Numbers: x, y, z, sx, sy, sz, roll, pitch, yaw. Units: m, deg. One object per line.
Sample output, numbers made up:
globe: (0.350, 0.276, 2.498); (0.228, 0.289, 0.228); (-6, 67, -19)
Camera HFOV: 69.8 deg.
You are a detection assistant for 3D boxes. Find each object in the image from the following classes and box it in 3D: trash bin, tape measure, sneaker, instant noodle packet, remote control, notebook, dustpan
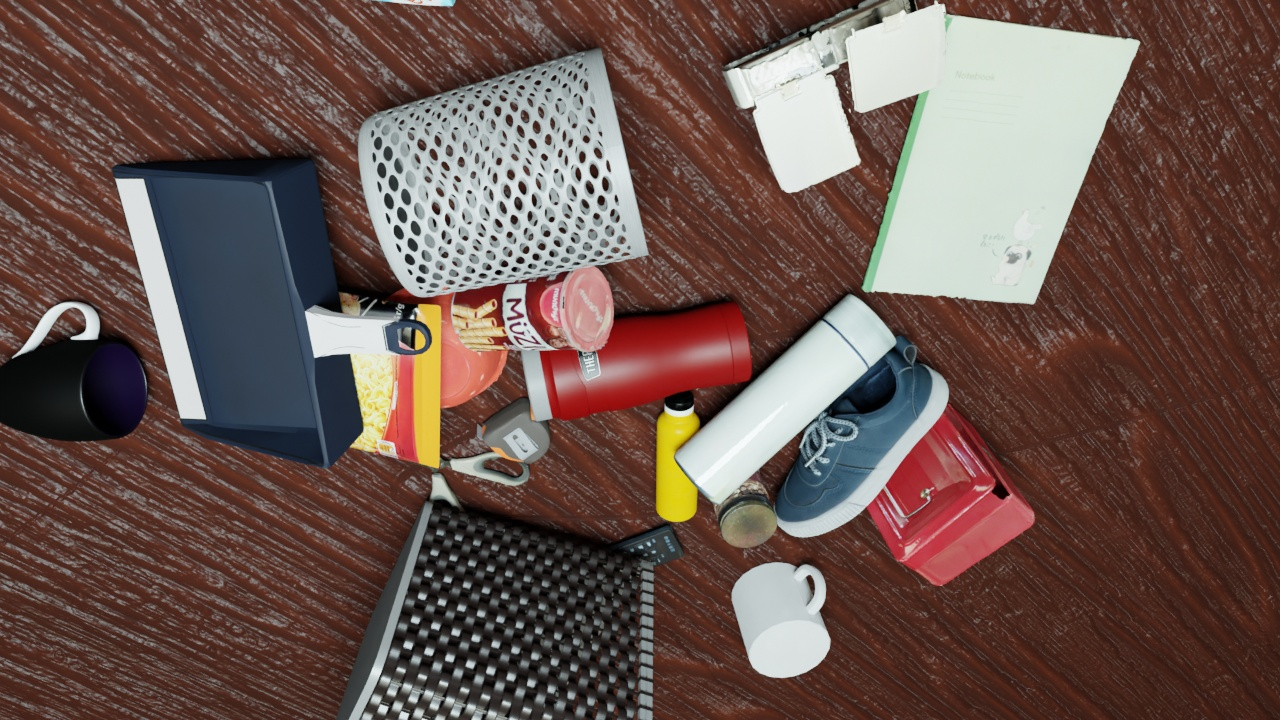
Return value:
trash bin: (-0.100, -0.136, 0.697); (0.183, 0.156, 0.157); (-13, 123, 2)
tape measure: (-0.117, 0.074, 0.892); (0.058, 0.038, 0.059); (-32, 121, 12)
sneaker: (0.204, 0.080, 0.918); (0.087, 0.089, 0.236); (30, 108, -28)
instant noodle packet: (-0.279, 0.007, 0.798); (0.221, 0.032, 0.160); (11, 119, 7)
remote control: (-0.029, 0.220, 1.009); (0.150, 0.022, 0.047); (-21, 123, 7)
notebook: (0.315, -0.169, 0.822); (0.182, 0.010, 0.253); (3, 121, -10)
dustpan: (-0.283, -0.031, 0.716); (0.273, 0.080, 0.236); (0, 113, 8)

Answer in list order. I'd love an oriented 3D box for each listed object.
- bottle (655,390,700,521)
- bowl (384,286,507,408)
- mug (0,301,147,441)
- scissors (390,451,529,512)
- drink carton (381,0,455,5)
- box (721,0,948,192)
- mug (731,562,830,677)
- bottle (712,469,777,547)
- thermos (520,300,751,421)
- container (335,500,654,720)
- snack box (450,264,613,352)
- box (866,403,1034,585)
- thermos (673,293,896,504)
bottle: (0.038, 0.095, 0.926); (0.043, 0.043, 0.144); (-4, 122, -6)
bowl: (-0.185, -0.003, 0.829); (0.130, 0.045, 0.131); (-4, 123, -6)
mug: (-0.492, 0.010, 0.779); (0.100, 0.085, 0.119); (-3, 93, 7)
scissors: (-0.192, 0.114, 0.921); (0.171, 0.012, 0.158); (2, 121, -10)
drink carton: (-0.193, -0.282, 0.656); (0.129, 0.038, 0.044); (3, 121, -10)
box: (0.146, -0.189, 0.665); (0.144, 0.187, 0.105); (-22, 107, 12)
mug: (0.166, 0.282, 1.036); (0.091, 0.090, 0.121); (25, 115, -22)
bottle: (0.098, 0.132, 0.922); (0.056, 0.105, 0.056); (-4, 122, -6)
thermos: (-0.005, 0.005, 0.847); (0.198, 0.084, 0.108); (-11, 156, -5)
container: (-0.150, 0.317, 0.907); (0.243, 0.245, 0.248); (22, 121, -13)
snack box: (-0.092, -0.042, 0.772); (0.121, 0.072, 0.072); (0, 129, 31)
box: (0.293, 0.126, 0.920); (0.129, 0.157, 0.087); (-41, 125, 18)
thermos: (0.135, 0.037, 0.866); (0.230, 0.068, 0.068); (-43, 119, 3)
